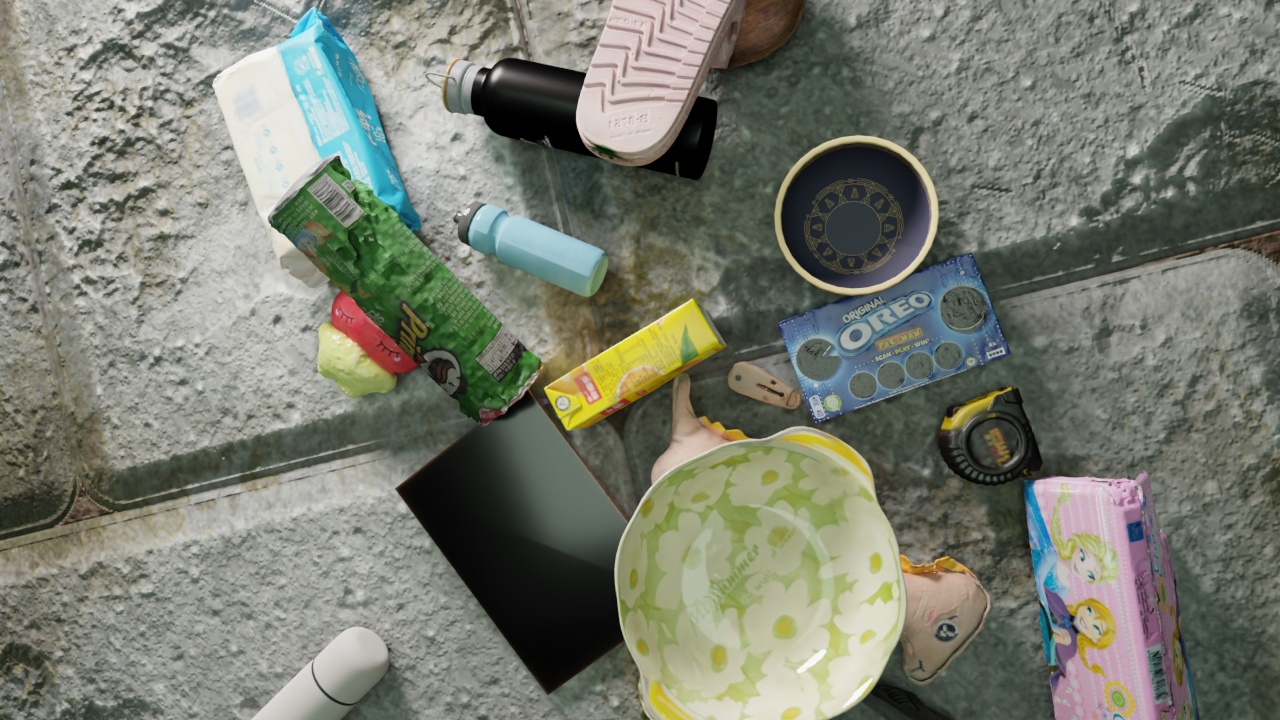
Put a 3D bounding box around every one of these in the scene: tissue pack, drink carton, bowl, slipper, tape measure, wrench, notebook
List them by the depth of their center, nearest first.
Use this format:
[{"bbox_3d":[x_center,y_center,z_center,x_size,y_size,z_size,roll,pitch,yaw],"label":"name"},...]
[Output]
[{"bbox_3d":[0.078,0.151,0.621,0.188,0.060,0.219,29,80,5],"label":"bowl"},{"bbox_3d":[0.024,-0.241,0.668,0.094,0.064,0.239,16,76,13],"label":"slipper"},{"bbox_3d":[0.252,0.060,0.669,0.062,0.038,0.067,-21,89,2],"label":"tape measure"},{"bbox_3d":[0.156,-0.101,0.672,0.112,0.061,0.112,0,88,11],"label":"bowl"},{"bbox_3d":[0.118,0.220,0.680,0.273,0.073,0.018,25,94,13],"label":"wrench"},{"bbox_3d":[-0.004,0.004,0.706,0.135,0.058,0.043,-31,82,10],"label":"drink carton"},{"bbox_3d":[0.070,-0.273,0.707,0.114,0.026,0.102,-10,88,12],"label":"bowl"},{"bbox_3d":[-0.083,0.146,0.740,0.141,0.008,0.209,-38,88,9],"label":"notebook"},{"bbox_3d":[-0.268,-0.174,0.754,0.117,0.066,0.209,-25,85,11],"label":"tissue pack"}]

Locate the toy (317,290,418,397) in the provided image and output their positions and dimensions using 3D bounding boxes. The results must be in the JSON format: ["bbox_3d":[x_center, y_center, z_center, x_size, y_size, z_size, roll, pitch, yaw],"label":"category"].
[{"bbox_3d":[-0.211,-0.031,0.753,0.091,0.045,0.135,41,95,5],"label":"toy"}]

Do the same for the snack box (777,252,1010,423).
[{"bbox_3d":[0.187,-0.017,0.685,0.150,0.027,0.082,-21,86,10],"label":"snack box"}]

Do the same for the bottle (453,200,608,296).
[{"bbox_3d":[-0.091,-0.092,0.732,0.130,0.040,0.040,23,94,10],"label":"bottle"}]

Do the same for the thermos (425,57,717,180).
[{"bbox_3d":[-0.059,-0.195,0.715,0.231,0.061,0.061,15,93,11],"label":"thermos"}]

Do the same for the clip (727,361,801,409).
[{"bbox_3d":[0.094,0.019,0.696,0.061,0.043,0.025,23,96,15],"label":"clip"}]

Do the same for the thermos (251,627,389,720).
[{"bbox_3d":[-0.298,0.310,0.767,0.224,0.052,0.052,-44,82,8],"label":"thermos"}]

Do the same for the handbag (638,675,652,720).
[{"bbox_3d":[0.073,0.292,0.667,0.117,0.113,0.186,-45,83,14],"label":"handbag"}]

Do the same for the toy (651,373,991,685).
[{"bbox_3d":[0.129,0.126,0.679,0.264,0.065,0.196,10,96,9],"label":"toy"}]

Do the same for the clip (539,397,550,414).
[{"bbox_3d":[-0.098,0.041,0.749,0.053,0.013,0.036,3,92,9],"label":"clip"}]

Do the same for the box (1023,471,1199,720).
[{"bbox_3d":[0.346,0.191,0.642,0.096,0.085,0.230,-7,88,-21],"label":"box"}]

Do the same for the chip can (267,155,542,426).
[{"bbox_3d":[-0.175,-0.051,0.693,0.075,0.075,0.223,-42,104,8],"label":"chip can"}]
